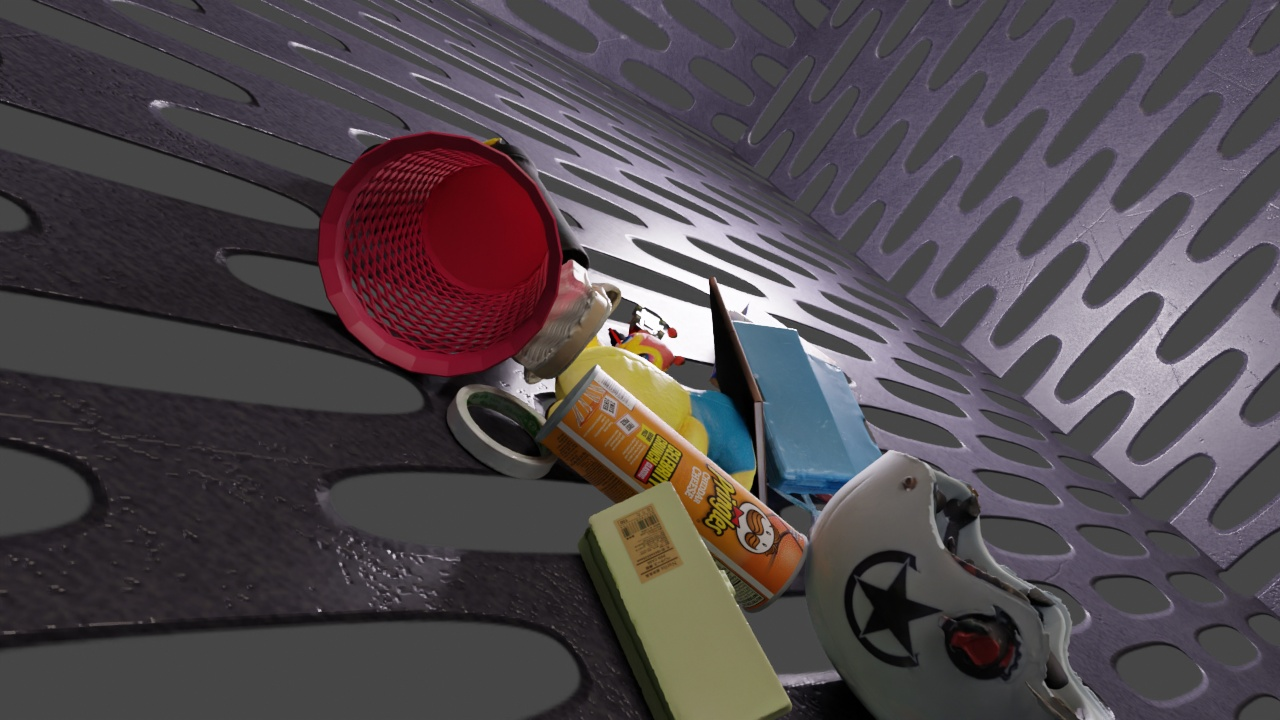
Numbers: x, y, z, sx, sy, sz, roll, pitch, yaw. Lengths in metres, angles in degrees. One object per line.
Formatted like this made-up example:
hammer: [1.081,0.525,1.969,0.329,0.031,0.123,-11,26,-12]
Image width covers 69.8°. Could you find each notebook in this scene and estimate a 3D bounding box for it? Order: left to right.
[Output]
notebook: [0.099,0.029,0.942,0.008,0.142,0.208,-10,38,-2]

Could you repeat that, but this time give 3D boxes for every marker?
marker: [-0.006,0.006,0.993,0.019,0.019,0.145,19,25,-40]
marker: [0.162,-0.023,1.137,0.133,0.017,0.020,32,57,-7]

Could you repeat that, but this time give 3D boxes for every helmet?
helmet: [0.229,0.208,0.703,0.264,0.164,0.236,57,18,23]

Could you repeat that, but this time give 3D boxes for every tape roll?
tape roll: [-0.106,0.055,0.715,0.094,0.018,0.093,32,19,-13]

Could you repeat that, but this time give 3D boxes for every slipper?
slipper: [-0.068,-0.032,0.788,0.054,0.114,0.272,46,1,-14]

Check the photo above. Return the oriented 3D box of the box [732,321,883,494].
box: [0.189,0.054,0.977,0.176,0.048,0.231,14,38,-24]

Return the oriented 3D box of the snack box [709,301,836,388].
snack box: [0.180,0.015,1.211,0.155,0.069,0.202,34,20,-2]

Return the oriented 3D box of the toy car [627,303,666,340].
toy car: [0.006,-0.038,1.089,0.042,0.036,0.091,33,20,-7]

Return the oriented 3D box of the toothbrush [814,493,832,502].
toothbrush: [0.219,0.156,1.027,0.190,0.016,0.016,33,20,-7]

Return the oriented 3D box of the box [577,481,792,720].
box: [0.019,0.174,0.601,0.077,0.091,0.188,-1,39,-28]

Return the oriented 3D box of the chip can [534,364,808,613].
chip can: [0.025,0.100,0.712,0.215,0.075,0.075,40,19,-6]

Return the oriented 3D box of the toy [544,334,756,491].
toy: [0.014,0.048,0.835,0.214,0.084,0.149,28,17,-24]

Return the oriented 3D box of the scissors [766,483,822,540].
scissors: [0.190,0.170,0.934,0.172,0.013,0.170,31,21,-29]

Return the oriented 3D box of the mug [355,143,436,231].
mug: [-0.250,-0.177,0.941,0.114,0.078,0.087,15,8,31]

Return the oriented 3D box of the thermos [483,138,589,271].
thermos: [-0.139,-0.171,1.076,0.098,0.098,0.220,14,34,-47]

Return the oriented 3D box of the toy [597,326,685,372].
toy: [-0.009,-0.001,0.941,0.103,0.046,0.084,-3,61,-12]

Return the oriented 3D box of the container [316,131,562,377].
container: [-0.150,-0.103,0.798,0.183,0.183,0.225,33,12,-7]
